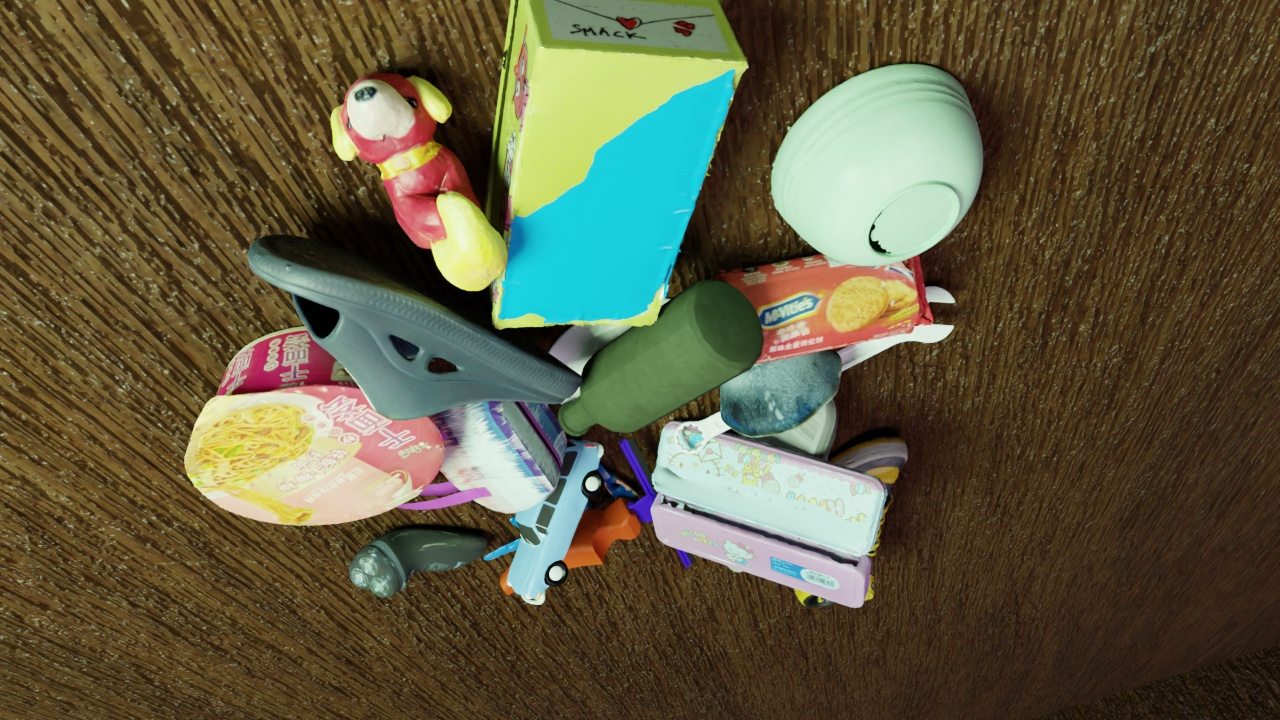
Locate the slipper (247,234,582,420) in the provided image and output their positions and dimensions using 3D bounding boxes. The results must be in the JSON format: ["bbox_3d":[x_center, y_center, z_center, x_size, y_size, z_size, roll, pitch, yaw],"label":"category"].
[{"bbox_3d":[-0.152,-0.006,0.620,0.268,0.111,0.083,26,94,-49],"label":"slipper"}]

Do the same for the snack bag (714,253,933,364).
[{"bbox_3d":[0.138,-0.047,0.718,0.176,0.082,0.082,-11,143,-6],"label":"snack bag"}]

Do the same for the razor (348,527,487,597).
[{"bbox_3d":[-0.214,0.197,0.906,0.140,0.063,0.053,1,142,-39],"label":"razor"}]

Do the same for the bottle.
[{"bbox_3d":[0.002,0.011,0.703,0.071,0.071,0.207,13,151,-33],"label":"bottle"}]

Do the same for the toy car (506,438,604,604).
[{"bbox_3d":[-0.081,0.140,0.823,0.054,0.153,0.056,27,170,-26],"label":"toy car"}]

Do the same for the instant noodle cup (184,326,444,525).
[{"bbox_3d":[-0.241,0.046,0.691,0.178,0.077,0.179,-9,142,-7],"label":"instant noodle cup"}]

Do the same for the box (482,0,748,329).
[{"bbox_3d":[-0.029,-0.117,0.564,0.124,0.082,0.222,-3,144,-16],"label":"box"}]

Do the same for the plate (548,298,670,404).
[{"bbox_3d":[-0.005,0.005,0.778,0.157,0.014,0.157,-10,142,-8],"label":"plate"}]

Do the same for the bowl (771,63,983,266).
[{"bbox_3d":[0.172,-0.120,0.635,0.151,0.077,0.151,-11,142,-9],"label":"bowl"}]

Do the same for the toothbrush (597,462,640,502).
[{"bbox_3d":[-0.028,0.120,0.916,0.021,0.017,0.135,-20,143,13],"label":"toothbrush"}]

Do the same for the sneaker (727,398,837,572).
[{"bbox_3d":[0.149,0.111,0.908,0.089,0.099,0.237,-10,136,-35],"label":"sneaker"}]

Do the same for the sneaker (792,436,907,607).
[{"bbox_3d":[0.231,0.192,1.021,0.086,0.122,0.239,2,141,-25],"label":"sneaker"}]

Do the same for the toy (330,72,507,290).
[{"bbox_3d":[-0.124,-0.102,0.535,0.067,0.106,0.137,-37,114,-16],"label":"toy"}]

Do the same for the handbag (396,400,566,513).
[{"bbox_3d":[-0.157,0.081,0.777,0.170,0.067,0.144,-20,119,21],"label":"handbag"}]

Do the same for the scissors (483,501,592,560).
[{"bbox_3d":[-0.106,0.181,0.962,0.125,0.013,0.130,-24,146,-3],"label":"scissors"}]

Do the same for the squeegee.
[{"bbox_3d":[-0.059,0.183,0.932,0.184,0.055,0.250,-29,138,-4],"label":"squeegee"}]

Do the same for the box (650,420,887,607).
[{"bbox_3d":[0.111,0.143,0.848,0.214,0.050,0.149,14,120,23],"label":"box"}]

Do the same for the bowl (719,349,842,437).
[{"bbox_3d":[0.108,0.009,0.769,0.110,0.110,0.055,-27,119,14],"label":"bowl"}]

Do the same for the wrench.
[{"bbox_3d":[0.151,0.013,0.813,0.274,0.047,0.009,-28,177,10],"label":"wrench"}]
